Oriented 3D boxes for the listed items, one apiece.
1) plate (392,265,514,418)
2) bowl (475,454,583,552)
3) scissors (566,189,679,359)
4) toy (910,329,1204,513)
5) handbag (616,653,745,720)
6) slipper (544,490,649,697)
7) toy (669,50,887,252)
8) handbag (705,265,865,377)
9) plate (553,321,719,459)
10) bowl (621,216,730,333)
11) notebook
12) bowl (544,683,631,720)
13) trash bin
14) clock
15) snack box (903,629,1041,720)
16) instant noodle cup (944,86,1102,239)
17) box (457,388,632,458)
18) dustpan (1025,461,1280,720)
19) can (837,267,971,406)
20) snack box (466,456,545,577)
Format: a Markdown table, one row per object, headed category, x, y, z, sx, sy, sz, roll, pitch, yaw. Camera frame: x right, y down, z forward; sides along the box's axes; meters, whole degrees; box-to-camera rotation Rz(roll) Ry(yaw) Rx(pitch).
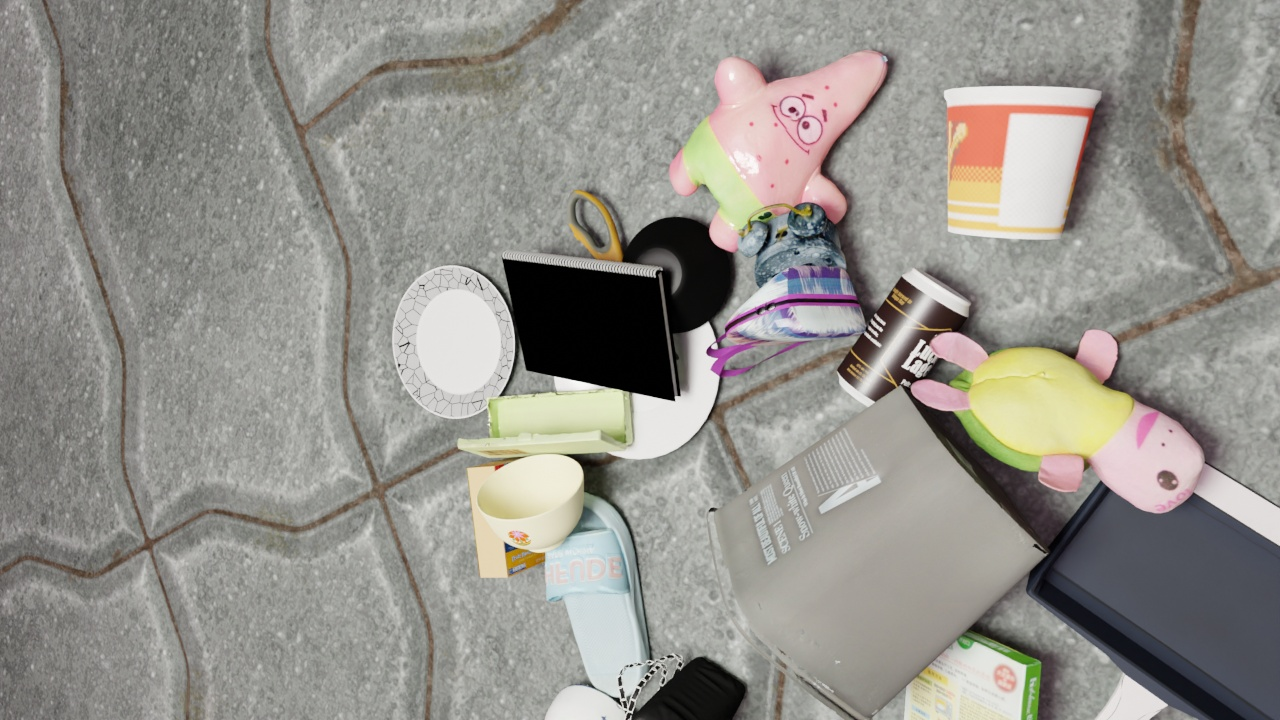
| category | x | y | z | sx | sy | sz | roll | pitch | yaw |
| --- | --- | --- | --- | --- | --- | --- | --- | --- | --- |
| plate | -0.231 | -0.023 | 1.142 | 0.189 | 0.016 | 0.188 | 2 | 94 | 27 |
| bowl | -0.112 | 0.166 | 0.999 | 0.118 | 0.117 | 0.074 | 2 | 120 | 27 |
| scissors | -0.041 | -0.076 | 1.023 | 0.225 | 0.016 | 0.225 | -39 | 78 | 22 |
| toy | 0.355 | 0.047 | 0.785 | 0.238 | 0.189 | 0.088 | 22 | 139 | 16 |
| handbag | 0.022 | 0.387 | 0.964 | 0.115 | 0.153 | 0.125 | 26 | 109 | 20 |
| slipper | -0.054 | 0.264 | 1.038 | 0.104 | 0.074 | 0.245 | -17 | 87 | 26 |
| toy | 0.141 | -0.217 | 0.898 | 0.237 | 0.096 | 0.192 | -37 | 100 | 15 |
| handbag | 0.127 | -0.026 | 0.903 | 0.170 | 0.144 | 0.068 | -34 | 64 | 51 |
| plate | -0.006 | 0.006 | 1.029 | 0.209 | 0.015 | 0.208 | 2 | 94 | 27 |
| bowl | 0.026 | -0.089 | 0.955 | 0.124 | 0.052 | 0.124 | 2 | 94 | 22 |
| notebook | -0.055 | -0.040 | 0.988 | 0.207 | 0.016 | 0.149 | 11 | 123 | 33 |
| bowl | -0.064 | 0.433 | 1.041 | 0.113 | 0.063 | 0.114 | 14 | 120 | 25 |
| trash bin | 0.209 | 0.163 | 0.818 | 0.197 | 0.197 | 0.220 | 41 | 107 | -19 |
| clock | 0.147 | -0.108 | 0.886 | 0.090 | 0.129 | 0.052 | -17 | 56 | 26 |
| snack box | 0.302 | 0.337 | 0.850 | 0.132 | 0.027 | 0.168 | 12 | 101 | 61 |
| instant noodle cup | 0.323 | -0.170 | 0.797 | 0.123 | 0.123 | 0.121 | 9 | 104 | 26 |
| box | -0.103 | 0.067 | 1.041 | 0.188 | 0.091 | 0.083 | -5 | 68 | 24 |
| dustpan | 0.451 | 0.237 | 0.772 | 0.236 | 0.080 | 0.273 | 36 | 108 | 21 |
| can | 0.247 | -0.017 | 0.866 | 0.072 | 0.071 | 0.129 | 38 | 109 | 20 |
| snack box | -0.153 | 0.181 | 1.075 | 0.040 | 0.088 | 0.126 | -7 | 90 | 27 |
